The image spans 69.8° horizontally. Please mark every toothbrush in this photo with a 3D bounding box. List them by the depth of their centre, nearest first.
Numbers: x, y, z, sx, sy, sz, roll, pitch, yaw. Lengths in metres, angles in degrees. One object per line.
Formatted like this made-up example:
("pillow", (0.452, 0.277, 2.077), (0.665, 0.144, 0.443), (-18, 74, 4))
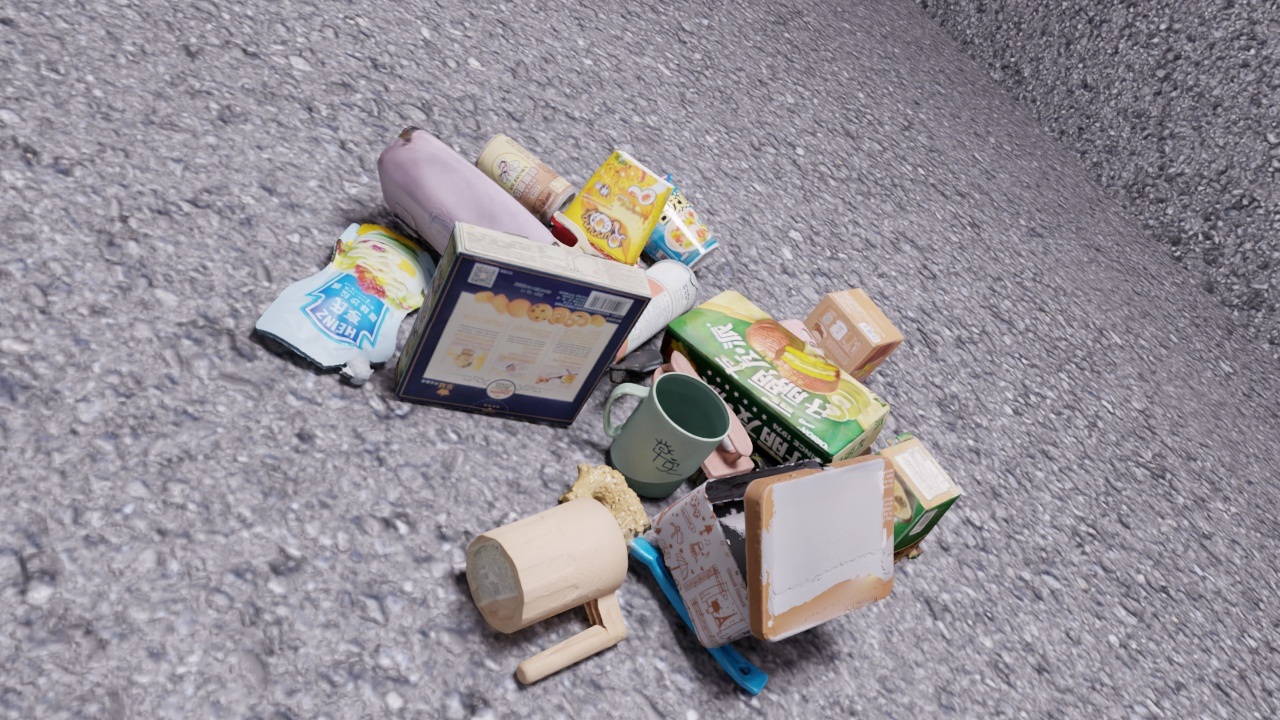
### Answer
("toothbrush", (-0.005, 0.005, 0.924), (0.026, 0.027, 0.212), (7, 4, 9))

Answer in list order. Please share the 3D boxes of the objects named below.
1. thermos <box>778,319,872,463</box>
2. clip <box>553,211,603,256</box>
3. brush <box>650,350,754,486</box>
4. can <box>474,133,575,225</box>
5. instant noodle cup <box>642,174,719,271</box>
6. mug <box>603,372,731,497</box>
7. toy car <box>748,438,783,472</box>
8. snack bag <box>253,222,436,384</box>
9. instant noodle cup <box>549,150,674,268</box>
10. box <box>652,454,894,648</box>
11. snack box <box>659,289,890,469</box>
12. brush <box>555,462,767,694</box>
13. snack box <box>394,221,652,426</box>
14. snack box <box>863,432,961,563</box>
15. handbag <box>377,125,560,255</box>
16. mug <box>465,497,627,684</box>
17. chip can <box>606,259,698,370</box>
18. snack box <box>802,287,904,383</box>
("thermos", (0.212, 0.041, 1.105), (0.087, 0.067, 0.198), (22, 36, -41))
("clip", (-0.063, -0.119, 0.993), (0.103, 0.034, 0.076), (40, 0, 9))
("brush", (0.059, 0.060, 0.958), (0.063, 0.073, 0.145), (-7, 53, -41))
("can", (-0.139, -0.219, 1.113), (0.116, 0.059, 0.058), (38, 38, 3))
("instant noodle cup", (0.039, -0.163, 1.169), (0.110, 0.099, 0.099), (49, 39, 4))
("mug", (0.013, 0.069, 0.884), (0.111, 0.107, 0.082), (29, 39, -9))
("toy car", (0.164, 0.138, 0.977), (0.071, 0.041, 0.156), (-10, 44, -46))
("snack bag", (-0.266, -0.058, 0.866), (0.110, 0.039, 0.190), (39, 37, -14))
("instant noodle cup", (-0.028, -0.172, 1.071), (0.116, 0.124, 0.116), (35, 13, -1))
("box", (0.137, 0.157, 0.799), (0.181, 0.158, 0.148), (-4, 60, -44))
("snack box", (0.143, 0.025, 1.012), (0.114, 0.063, 0.240), (-30, 59, -36))
("brush", (0.019, 0.194, 0.819), (0.254, 0.046, 0.083), (48, 35, 9))
("snack box", (-0.109, -0.025, 0.828), (0.177, 0.183, 0.045), (12, 42, -28))
("snack box", (0.274, 0.152, 0.997), (0.118, 0.106, 0.117), (-12, 58, -43))
("handbag", (-0.168, -0.135, 0.935), (0.197, 0.145, 0.098), (41, 80, 10))
("mug", (-0.070, 0.183, 0.736), (0.103, 0.084, 0.124), (-12, 84, -42))
("chip can", (-0.008, -0.052, 1.007), (0.071, 0.071, 0.214), (41, 31, 7))
("snack box", (0.266, -0.027, 1.189), (0.076, 0.095, 0.092), (-13, 58, -44))
